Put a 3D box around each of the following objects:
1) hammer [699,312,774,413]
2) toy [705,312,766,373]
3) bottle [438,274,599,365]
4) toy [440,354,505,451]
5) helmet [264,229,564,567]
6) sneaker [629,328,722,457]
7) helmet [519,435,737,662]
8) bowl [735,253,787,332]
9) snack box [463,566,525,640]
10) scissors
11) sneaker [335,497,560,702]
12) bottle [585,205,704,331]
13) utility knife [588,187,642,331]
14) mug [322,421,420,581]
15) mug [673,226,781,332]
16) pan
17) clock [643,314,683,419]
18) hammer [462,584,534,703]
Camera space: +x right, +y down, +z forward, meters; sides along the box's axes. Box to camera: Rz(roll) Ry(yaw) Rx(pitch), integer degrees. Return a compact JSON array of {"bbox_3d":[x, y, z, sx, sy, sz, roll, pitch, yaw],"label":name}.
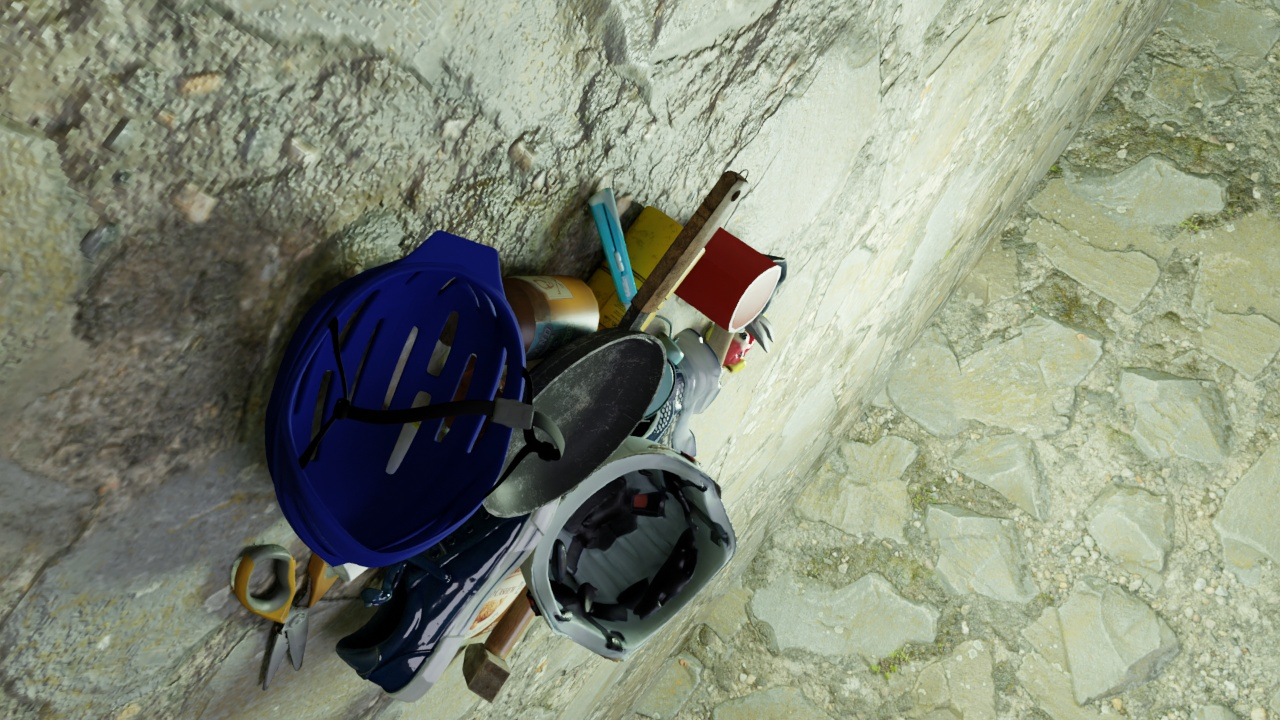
[{"bbox_3d":[0.088,0.004,1.165,0.030,0.119,0.332,-60,173,-25],"label":"hammer"},{"bbox_3d":[0.125,-0.025,1.240,0.106,0.067,0.137,-60,171,26],"label":"toy"},{"bbox_3d":[-0.099,-0.032,0.716,0.156,0.068,0.068,-12,135,-61],"label":"bottle"},{"bbox_3d":[-0.141,0.040,0.775,0.094,0.065,0.128,-50,153,-30],"label":"toy"},{"bbox_3d":[-0.136,0.045,0.554,0.147,0.228,0.241,16,99,-33],"label":"helmet"},{"bbox_3d":[-0.001,0.084,1.115,0.132,0.103,0.270,-18,142,-34],"label":"sneaker"},{"bbox_3d":[-0.036,0.182,1.020,0.236,0.164,0.264,-46,130,-7],"label":"helmet"},{"bbox_3d":[0.129,-0.092,1.128,0.110,0.055,0.110,-44,159,-22],"label":"bowl"},{"bbox_3d":[-0.179,0.256,1.056,0.147,0.041,0.143,-55,160,7],"label":"snack box"},{"bbox_3d":[-0.295,0.207,0.762,0.165,0.016,0.226,-11,135,-60],"label":"scissors"},{"bbox_3d":[-0.185,0.177,0.875,0.127,0.121,0.294,41,80,-30],"label":"sneaker"},{"bbox_3d":[-0.017,-0.057,0.848,0.164,0.071,0.071,-52,160,-1],"label":"bottle"},{"bbox_3d":[-0.013,-0.073,0.796,0.022,0.015,0.158,-20,117,-5],"label":"utility knife"},{"bbox_3d":[-0.202,0.102,0.695,0.106,0.082,0.083,-39,156,-30],"label":"mug"},{"bbox_3d":[0.094,-0.096,0.985,0.116,0.096,0.081,-32,151,-44],"label":"mug"},{"bbox_3d":[-0.022,-0.012,0.753,0.207,0.040,0.358,-3,130,-58],"label":"pan"},{"bbox_3d":[-0.006,0.006,0.963,0.090,0.053,0.124,9,114,-30],"label":"clock"},{"bbox_3d":[-0.125,0.277,1.168,0.300,0.037,0.158,-56,-171,-13],"label":"hammer"}]
